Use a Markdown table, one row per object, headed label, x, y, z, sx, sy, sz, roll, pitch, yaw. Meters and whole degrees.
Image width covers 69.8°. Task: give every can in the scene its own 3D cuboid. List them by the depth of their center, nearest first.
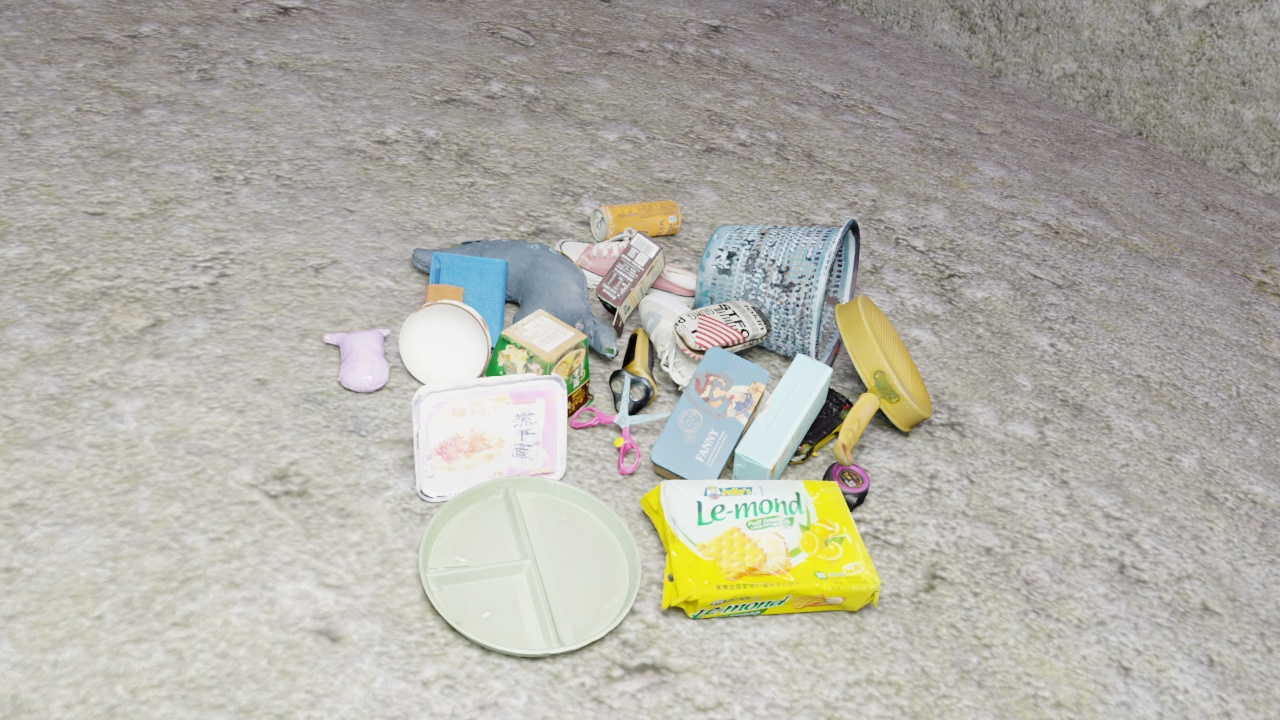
| label | x | y | z | sx | sy | sz | roll | pitch | yaw |
| --- | --- | --- | --- | --- | --- | --- | --- | --- | --- |
| can | -0.007 | -0.232 | 1.526 | 0.145 | 0.058 | 0.058 | -11 | 43 | -28 |

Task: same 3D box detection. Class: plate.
| label | x | y | z | sx | sy | sz | roll | pitch | yaw |
| --- | --- | --- | --- | --- | --- | --- | --- | --- | --- |
| plate | -0.113 | 0.210 | 0.952 | 0.230 | 0.028 | 0.229 | 8 | 38 | -7 |

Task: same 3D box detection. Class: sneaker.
| label | x | y | z | sx | sy | sz | roll | pitch | yaw |
| --- | --- | --- | --- | --- | --- | --- | --- | --- | --- |
| sneaker | 0.063 | 0.011 | 1.213 | 0.090 | 0.090 | 0.242 | -28 | 63 | -32 |
| sneaker | -0.016 | -0.152 | 1.396 | 0.241 | 0.088 | 0.118 | 17 | 38 | 3 |

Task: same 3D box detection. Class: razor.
| label | x | y | z | sx | sy | sz | roll | pitch | yaw |
| --- | --- | --- | --- | --- | --- | --- | --- | --- | --- |
| razor | -0.007 | 0.007 | 1.226 | 0.067 | 0.062 | 0.167 | 36 | 28 | -17 |

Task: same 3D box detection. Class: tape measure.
| label | x | y | z | sx | sy | sz | roll | pitch | yaw |
| --- | --- | --- | --- | --- | --- | --- | --- | --- | --- |
| tape measure | 0.250 | 0.155 | 1.125 | 0.057 | 0.039 | 0.057 | 30 | 45 | 20 |

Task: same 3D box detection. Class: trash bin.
| label | x | y | z | sx | sy | sz | roll | pitch | yaw |
| --- | --- | --- | --- | --- | --- | --- | --- | --- | --- |
| trash bin | 0.193 | -0.106 | 1.322 | 0.195 | 0.227 | 0.225 | 14 | 35 | 22 |

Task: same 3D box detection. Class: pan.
| label | x | y | z | sx | sy | sz | roll | pitch | yaw |
| --- | --- | --- | --- | --- | --- | --- | --- | --- | --- |
| pan | 0.297 | 0.037 | 1.182 | 0.197 | 0.078 | 0.356 | 55 | 24 | -8 |

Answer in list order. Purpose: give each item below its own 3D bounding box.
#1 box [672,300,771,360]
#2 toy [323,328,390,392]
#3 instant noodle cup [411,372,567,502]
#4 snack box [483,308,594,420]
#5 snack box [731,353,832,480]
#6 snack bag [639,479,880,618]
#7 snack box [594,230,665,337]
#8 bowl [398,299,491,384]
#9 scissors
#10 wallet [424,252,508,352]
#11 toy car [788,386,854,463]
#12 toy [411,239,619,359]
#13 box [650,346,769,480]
| label | x | y | z | sx | sy | sz | roll | pitch | yaw |
| --- | --- | --- | --- | --- | --- | --- | --- | --- | --- |
| box | 0.108 | -0.045 | 1.180 | 0.164 | 0.060 | 0.072 | -18 | 81 | -46 |
| toy | -0.349 | -0.002 | 1.143 | 0.083 | 0.039 | 0.108 | -6 | 47 | -18 |
| instant noodle cup | -0.173 | 0.077 | 1.033 | 0.173 | 0.138 | 0.060 | -6 | 20 | -24 |
| snack box | -0.124 | 0.006 | 1.147 | 0.118 | 0.106 | 0.117 | 31 | 40 | 20 |
| snack box | 0.174 | 0.079 | 1.127 | 0.052 | 0.074 | 0.174 | 27 | 59 | 19 |
| snack bag | 0.130 | 0.206 | 0.998 | 0.246 | 0.068 | 0.157 | 2 | 39 | -14 |
| snack box | -0.016 | -0.103 | 1.264 | 0.053 | 0.113 | 0.125 | 37 | 86 | 8 |
| bowl | -0.240 | -0.025 | 1.157 | 0.113 | 0.113 | 0.062 | 13 | 18 | 0 |
| scissors | -0.026 | 0.078 | 1.125 | 0.134 | 0.017 | 0.133 | -6 | 60 | 20 |
| wallet | -0.234 | -0.079 | 1.229 | 0.106 | 0.040 | 0.133 | 5 | 69 | -10 |
| toy car | 0.219 | 0.085 | 1.199 | 0.155 | 0.041 | 0.071 | -34 | 57 | -32 |
| toy | -0.155 | -0.104 | 1.293 | 0.356 | 0.092 | 0.137 | 28 | 52 | 22 |
| box | 0.080 | 0.079 | 1.099 | 0.090 | 0.062 | 0.184 | 24 | 67 | 12 |
